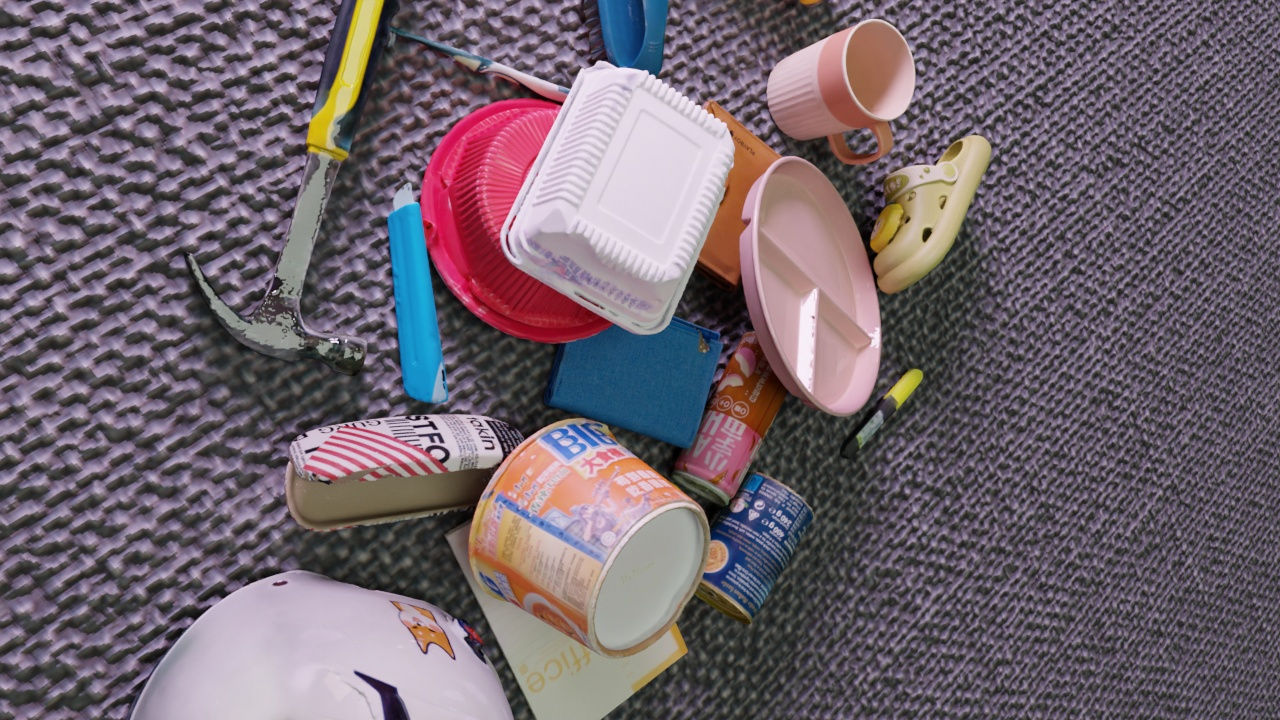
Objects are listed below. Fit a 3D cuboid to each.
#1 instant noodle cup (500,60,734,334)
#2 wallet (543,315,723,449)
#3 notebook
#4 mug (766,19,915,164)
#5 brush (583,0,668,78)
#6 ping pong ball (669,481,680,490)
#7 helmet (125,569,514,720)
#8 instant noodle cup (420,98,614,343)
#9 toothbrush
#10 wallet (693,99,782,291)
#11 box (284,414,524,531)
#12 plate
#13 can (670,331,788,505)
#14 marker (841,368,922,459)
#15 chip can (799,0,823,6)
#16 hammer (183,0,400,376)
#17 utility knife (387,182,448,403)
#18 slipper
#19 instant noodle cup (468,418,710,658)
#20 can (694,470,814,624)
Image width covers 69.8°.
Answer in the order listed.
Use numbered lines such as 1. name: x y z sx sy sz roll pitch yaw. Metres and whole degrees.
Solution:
1. instant noodle cup: -0.003 -0.120 0.640 0.138 0.060 0.173 29 73 -17
2. wallet: -0.004 0.004 0.750 0.133 0.040 0.106 19 82 -22
3. notebook: -0.053 0.192 0.743 0.145 0.010 0.206 -29 105 -27
4. mug: 0.180 -0.230 0.813 0.081 0.106 0.114 -32 107 -26
5. brush: -0.009 -0.290 0.721 0.055 0.074 0.144 -13 97 -34
6. ping pong ball: 0.017 0.120 0.765 0.040 0.040 0.040 -1 91 -30
7. helmet: -0.181 0.268 0.586 0.274 0.157 0.229 41 72 -25
8. instant noodle cup: -0.061 -0.113 0.682 0.193 0.066 0.193 4 79 -24
9. toothbrush: -0.120 -0.220 0.692 0.191 0.016 0.018 12 95 -30
10. wallet: 0.068 -0.142 0.795 0.107 0.031 0.131 32 74 -28
11. box: -0.166 0.082 0.650 0.162 0.076 0.088 -7 123 -33
12. plate: 0.150 -0.063 0.800 0.229 0.028 0.229 19 65 -48
13. can: 0.084 0.048 0.792 0.058 0.058 0.147 37 73 -26
14. marker: 0.238 0.052 0.909 0.124 0.015 0.018 -44 111 -19
15. chip can: 0.087 -0.391 0.777 0.213 0.072 0.072 28 77 -29
16. hammer: -0.210 -0.159 0.620 0.126 0.032 0.323 17 87 -29
17. utility knife: -0.163 -0.048 0.663 0.018 0.034 0.159 -13 98 -66
18. slipper: 0.268 -0.152 0.890 0.081 0.092 0.190 34 72 -1
19. instant noodle cup: -0.029 0.131 0.654 0.151 0.111 0.151 -26 129 -38
20. can: 0.091 0.158 0.789 0.075 0.075 0.111 44 70 -23
